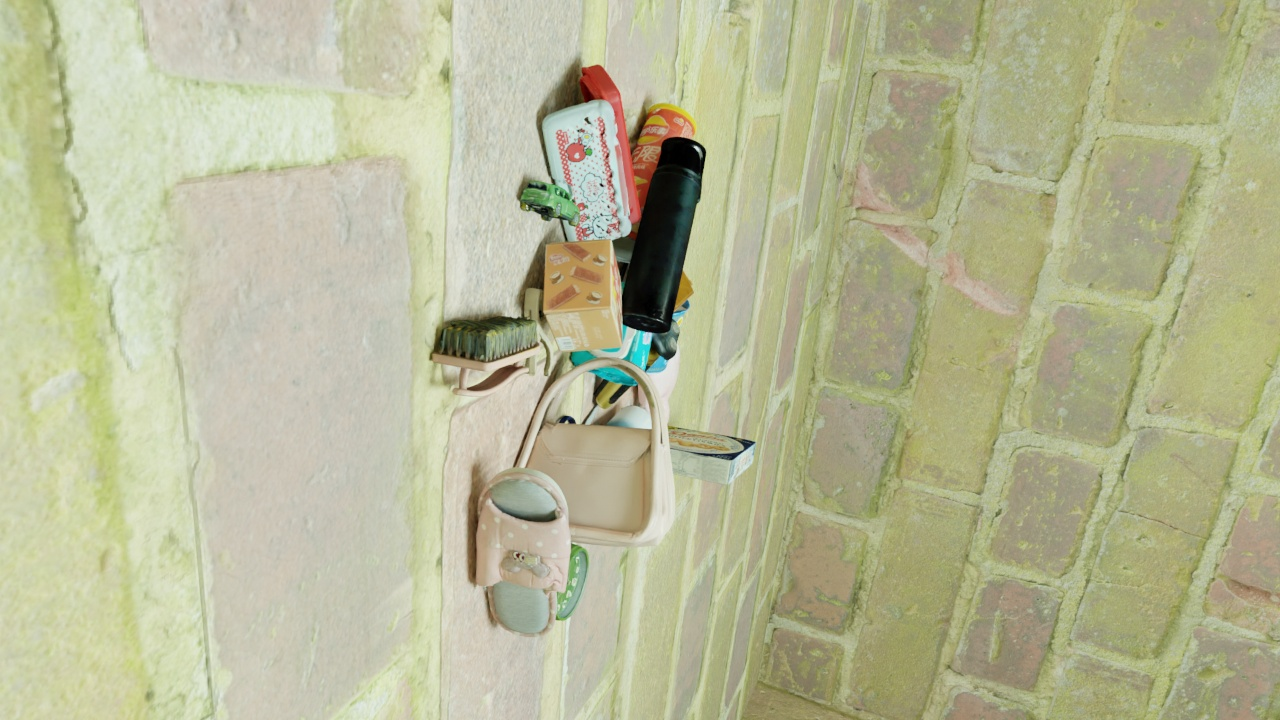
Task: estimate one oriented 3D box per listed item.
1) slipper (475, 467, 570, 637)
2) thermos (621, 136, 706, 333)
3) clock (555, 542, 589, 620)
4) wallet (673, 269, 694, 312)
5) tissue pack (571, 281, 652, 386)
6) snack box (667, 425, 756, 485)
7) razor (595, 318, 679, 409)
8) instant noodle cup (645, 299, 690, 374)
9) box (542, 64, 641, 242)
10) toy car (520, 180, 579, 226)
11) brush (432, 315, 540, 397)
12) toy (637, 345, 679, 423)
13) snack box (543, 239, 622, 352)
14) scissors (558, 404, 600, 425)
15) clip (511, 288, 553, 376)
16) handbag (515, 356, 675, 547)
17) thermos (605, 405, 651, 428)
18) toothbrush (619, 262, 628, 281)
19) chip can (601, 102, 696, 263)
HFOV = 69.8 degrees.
[{"bbox_3d":[-0.138,0.235,1.060,0.054,0.114,0.275,-73,172,-53],"label":"slipper"},{"bbox_3d":[0.037,-0.154,1.155,0.090,0.069,0.242,31,68,-49],"label":"thermos"},{"bbox_3d":[-0.119,0.292,1.229,0.161,0.056,0.116,40,63,-69],"label":"clock"},{"bbox_3d":[0.026,-0.137,1.297,0.130,0.035,0.118,58,26,-7],"label":"wallet"},{"bbox_3d":[-0.033,-0.039,1.203,0.050,0.093,0.133,6,96,-75],"label":"tissue pack"},{"bbox_3d":[0.085,0.153,1.531,0.182,0.178,0.046,-15,113,-70],"label":"snack box"},{"bbox_3d":[-0.008,0.007,1.275,0.062,0.067,0.168,-2,140,-51],"label":"razor"},{"bbox_3d":[0.013,-0.043,1.349,0.099,0.099,0.110,-46,152,-57],"label":"instant noodle cup"},{"bbox_3d":[-0.062,-0.233,1.074,0.201,0.100,0.095,80,-12,-50],"label":"box"},{"bbox_3d":[-0.097,-0.171,1.007,0.091,0.043,0.036,21,82,-71],"label":"toy car"},{"bbox_3d":[-0.149,-0.007,0.939,0.145,0.063,0.073,-24,120,-69],"label":"brush"},{"bbox_3d":[0.028,0.038,1.485,0.121,0.054,0.159,-21,119,-66],"label":"toy"},{"bbox_3d":[-0.064,-0.074,1.060,0.093,0.077,0.094,76,11,-62],"label":"snack box"},{"bbox_3d":[-0.087,0.109,1.270,0.162,0.012,0.162,53,50,-67],"label":"scissors"},{"bbox_3d":[-0.126,-0.027,1.036,0.086,0.035,0.104,-42,136,-61],"label":"clip"},{"bbox_3d":[-0.052,0.107,1.125,0.093,0.193,0.234,46,49,-70],"label":"handbag"},{"bbox_3d":[-0.043,0.127,1.307,0.220,0.070,0.070,-40,140,-66],"label":"thermos"},{"bbox_3d":[-0.029,-0.107,1.291,0.014,0.017,0.188,67,38,-59],"label":"toothbrush"},{"bbox_3d":[0.010,-0.237,1.226,0.073,0.073,0.216,63,43,-62],"label":"chip can"}]
